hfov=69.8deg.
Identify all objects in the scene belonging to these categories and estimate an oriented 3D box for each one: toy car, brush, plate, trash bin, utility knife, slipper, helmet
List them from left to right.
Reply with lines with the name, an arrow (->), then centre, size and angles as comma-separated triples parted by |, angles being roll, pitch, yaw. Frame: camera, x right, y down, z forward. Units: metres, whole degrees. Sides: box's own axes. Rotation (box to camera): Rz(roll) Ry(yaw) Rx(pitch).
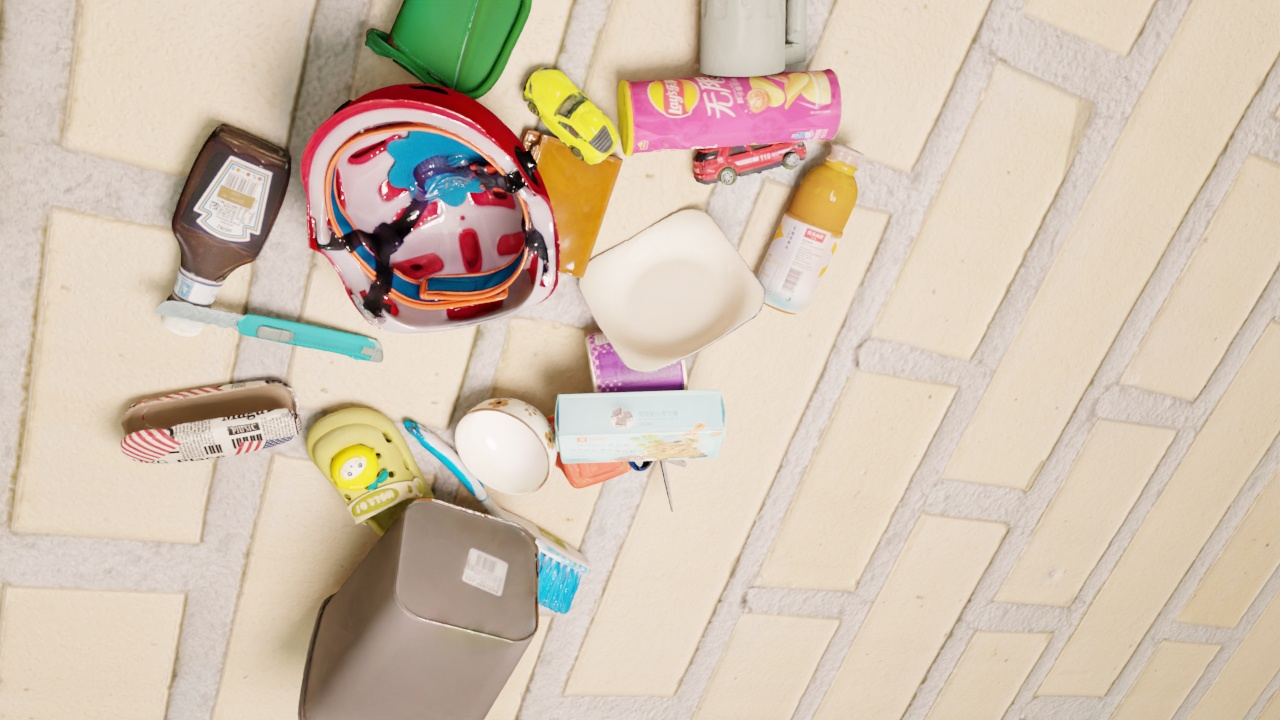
utility knife -> -0.347, -0.027, 0.884 | 0.221, 0.013, 0.029 | 14, 114, -38
slipper -> -0.277, 0.135, 0.980 | 0.091, 0.081, 0.191 | -30, 125, -6
trash bin -> -0.222, 0.282, 0.973 | 0.198, 0.198, 0.220 | 22, 123, -23
helmet -> -0.184, -0.150, 0.819 | 0.207, 0.143, 0.240 | -14, 130, 7
brush -> -0.174, 0.187, 1.064 | 0.314, 0.060, 0.109 | 37, 94, -29
toy car -> -0.065, -0.235, 0.876 | 0.105, 0.032, 0.048 | 42, 72, -19
plate -> 0.032, -0.068, 0.953 | 0.163, 0.164, 0.034 | -29, 150, -2
toy car -> 0.113, -0.213, 0.956 | 0.120, 0.053, 0.045 | -14, 111, -10

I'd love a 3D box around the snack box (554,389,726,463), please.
snack box -> -0.001, 0.070, 0.961 | 0.175, 0.051, 0.074 | -2, 153, -2

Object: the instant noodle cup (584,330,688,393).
instant noodle cup -> -0.006, 0.006, 1.000 | 0.099, 0.111, 0.112 | -11, 120, -4

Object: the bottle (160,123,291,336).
bottle -> -0.384, -0.112, 0.833 | 0.079, 0.044, 0.195 | 21, 108, -28

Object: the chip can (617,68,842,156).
chip can -> 0.086, -0.244, 0.899 | 0.210, 0.071, 0.071 | -6, 118, -7

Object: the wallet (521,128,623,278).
wallet -> -0.090, -0.157, 0.921 | 0.119, 0.035, 0.131 | 14, 107, -24

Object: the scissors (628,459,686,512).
scissors -> 0.021, 0.100, 1.068 | 0.012, 0.175, 0.162 | -2, 88, 24

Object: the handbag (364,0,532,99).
handbag -> -0.163, -0.304, 0.805 | 0.120, 0.068, 0.131 | 25, 107, -21

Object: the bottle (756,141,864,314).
bottle -> 0.188, -0.145, 1.010 | 0.068, 0.068, 0.190 | 13, 111, -26

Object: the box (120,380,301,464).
box -> -0.416, 0.074, 0.896 | 0.163, 0.081, 0.075 | -9, 124, -19

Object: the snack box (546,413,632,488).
snack box -> -0.056, 0.094, 1.038 | 0.091, 0.080, 0.082 | -19, 120, -10

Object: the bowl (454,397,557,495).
bowl -> -0.138, 0.085, 1.003 | 0.113, 0.062, 0.114 | 11, 123, 18

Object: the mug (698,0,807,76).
mug -> 0.113, -0.335, 0.883 | 0.123, 0.084, 0.103 | -20, 122, -31
